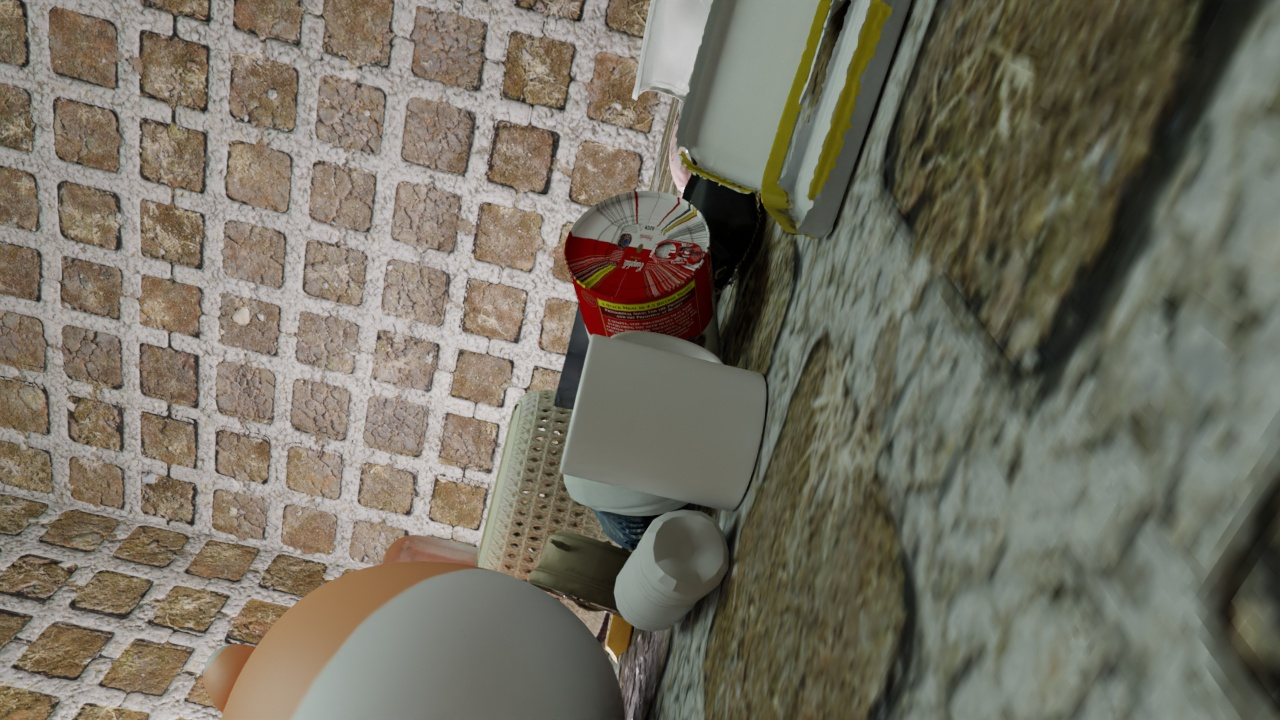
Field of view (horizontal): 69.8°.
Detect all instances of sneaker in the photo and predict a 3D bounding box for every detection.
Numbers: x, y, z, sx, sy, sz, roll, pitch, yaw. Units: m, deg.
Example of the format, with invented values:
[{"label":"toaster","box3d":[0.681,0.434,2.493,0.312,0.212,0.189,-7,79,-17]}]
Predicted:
[{"label":"sneaker","box3d":[-0.004,0.096,0.623,0.236,0.087,0.079,147,104,-78]}]

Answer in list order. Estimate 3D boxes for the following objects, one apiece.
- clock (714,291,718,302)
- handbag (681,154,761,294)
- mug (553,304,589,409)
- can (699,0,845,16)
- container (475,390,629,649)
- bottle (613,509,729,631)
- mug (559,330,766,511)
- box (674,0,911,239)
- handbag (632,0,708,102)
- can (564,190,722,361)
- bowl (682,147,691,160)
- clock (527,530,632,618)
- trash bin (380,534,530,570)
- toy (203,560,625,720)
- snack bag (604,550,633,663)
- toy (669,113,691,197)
[{"label":"clock","box3d":[0.038,-0.074,0.744,0.138,0.048,0.096,109,173,-57]},{"label":"handbag","box3d":[0.052,-0.103,0.629,0.079,0.054,0.128,101,176,-49]},{"label":"mug","box3d":[-0.004,0.004,0.676,0.123,0.104,0.084,-83,8,-57]},{"label":"can","box3d":[0.076,-0.256,0.515,0.088,0.088,0.165,107,174,-47]},{"label":"container","box3d":[-0.072,0.143,0.900,0.185,0.143,0.251,168,115,-76]},{"label":"bottle","box3d":[0.012,0.120,0.501,0.136,0.044,0.044,111,172,-62]},{"label":"mug","box3d":[0.012,0.021,0.489,0.110,0.090,0.074,-82,7,-54]},{"label":"box","box3d":[0.078,-0.168,0.404,0.128,0.045,0.210,46,129,47]},{"label":"handbag","box3d":[0.071,-0.316,0.795,0.199,0.096,0.141,109,-173,-60]},{"label":"can","box3d":[0.005,-0.035,0.578,0.116,0.087,0.086,77,-161,-53]},{"label":"bowl","box3d":[0.069,-0.211,0.721,0.115,0.050,0.114,-173,94,-87]},{"label":"clock","box3d":[-0.033,0.164,0.706,0.141,0.093,0.054,96,-168,-73]},{"label":"trash bin","box3d":[-0.180,0.313,1.018,0.158,0.259,0.181,112,171,-57]},{"label":"toy","box3d":[-0.153,0.265,0.617,0.265,0.281,0.263,-67,-29,-11]},{"label":"snack bag","box3d":[-0.013,0.199,0.762,0.026,0.020,0.099,119,164,-80]},{"label":"toy","box3d":[0.057,-0.197,0.906,0.105,0.053,0.108,82,-165,-57]}]
